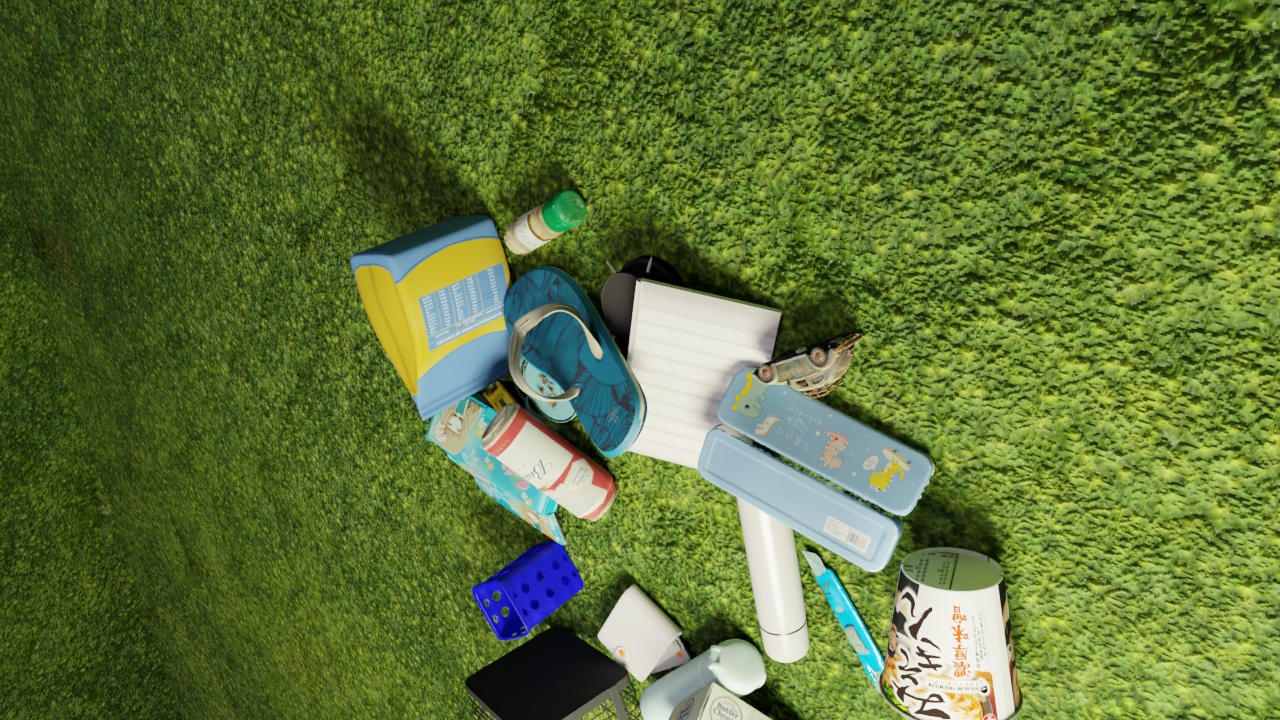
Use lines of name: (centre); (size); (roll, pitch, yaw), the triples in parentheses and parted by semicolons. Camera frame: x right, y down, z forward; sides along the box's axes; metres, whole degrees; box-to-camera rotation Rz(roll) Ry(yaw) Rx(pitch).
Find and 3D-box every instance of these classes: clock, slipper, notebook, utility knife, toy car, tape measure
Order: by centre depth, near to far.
toy car: (0.157, 0.009, 0.843); (0.112, 0.047, 0.047); (-19, 93, 47)
notebook: (0.054, 0.024, 0.937); (0.143, 0.009, 0.210); (14, 124, 10)
clock: (0.006, -0.049, 0.957); (0.091, 0.042, 0.121); (2, 113, 42)
utility knife: (0.218, 0.273, 0.959); (0.031, 0.015, 0.174); (-30, 89, 43)
slipper: (-0.087, -0.013, 0.983); (0.118, 0.060, 0.295); (-57, 46, 19)
clock: (-0.106, 0.027, 1.096); (0.124, 0.053, 0.090); (0, 111, 43)
tape measure: (-0.160, 0.058, 1.153); (0.038, 0.067, 0.062); (-41, 81, 10)

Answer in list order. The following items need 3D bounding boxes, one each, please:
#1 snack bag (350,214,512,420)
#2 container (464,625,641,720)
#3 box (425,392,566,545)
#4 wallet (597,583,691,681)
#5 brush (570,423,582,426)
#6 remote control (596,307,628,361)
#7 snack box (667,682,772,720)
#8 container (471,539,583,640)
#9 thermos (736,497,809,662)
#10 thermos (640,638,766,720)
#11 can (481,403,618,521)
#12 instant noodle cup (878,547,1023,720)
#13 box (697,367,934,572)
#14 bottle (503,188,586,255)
snack bag: (-0.230, -0.053, 1.091); (0.102, 0.158, 0.205); (5, 117, 44)
container: (-0.112, 0.484, 1.245); (0.242, 0.162, 0.130); (8, 118, 56)
box: (-0.193, 0.145, 1.237); (0.227, 0.071, 0.182); (28, 128, 29)
wallet: (0.009, 0.365, 1.189); (0.115, 0.037, 0.119); (41, 131, 18)
brush: (-0.042, 0.077, 1.090); (0.127, 0.017, 0.048); (-8, 106, 45)
remote control: (-0.006, 0.006, 1.016); (0.150, 0.022, 0.047); (48, 137, 15)
snack box: (0.135, 0.463, 1.060); (0.208, 0.057, 0.104); (33, 136, -3)
container: (-0.151, 0.310, 1.249); (0.085, 0.113, 0.085); (-27, 92, 47)
thermos: (0.141, 0.218, 0.971); (0.052, 0.052, 0.224); (6, 116, 41)
thermos: (0.074, 0.400, 1.125); (0.078, 0.065, 0.207); (26, 137, -14)
can: (-0.108, 0.123, 1.102); (0.170, 0.067, 0.068); (38, 139, -14)
instant noodle cup: (0.277, 0.241, 0.819); (0.124, 0.123, 0.122); (8, 108, 40)
box: (0.157, 0.100, 0.865); (0.209, 0.034, 0.127); (28, 106, 24)
bottle: (-0.106, -0.150, 1.007); (0.111, 0.043, 0.043); (-20, 98, 47)
